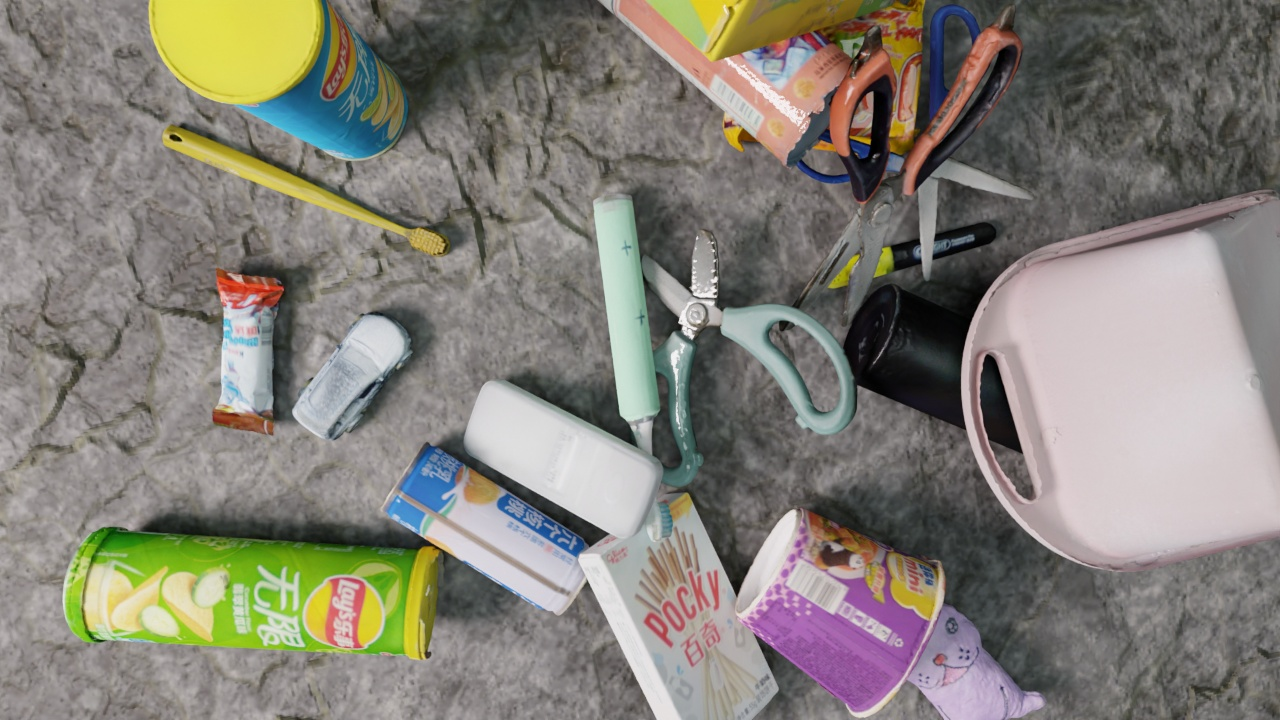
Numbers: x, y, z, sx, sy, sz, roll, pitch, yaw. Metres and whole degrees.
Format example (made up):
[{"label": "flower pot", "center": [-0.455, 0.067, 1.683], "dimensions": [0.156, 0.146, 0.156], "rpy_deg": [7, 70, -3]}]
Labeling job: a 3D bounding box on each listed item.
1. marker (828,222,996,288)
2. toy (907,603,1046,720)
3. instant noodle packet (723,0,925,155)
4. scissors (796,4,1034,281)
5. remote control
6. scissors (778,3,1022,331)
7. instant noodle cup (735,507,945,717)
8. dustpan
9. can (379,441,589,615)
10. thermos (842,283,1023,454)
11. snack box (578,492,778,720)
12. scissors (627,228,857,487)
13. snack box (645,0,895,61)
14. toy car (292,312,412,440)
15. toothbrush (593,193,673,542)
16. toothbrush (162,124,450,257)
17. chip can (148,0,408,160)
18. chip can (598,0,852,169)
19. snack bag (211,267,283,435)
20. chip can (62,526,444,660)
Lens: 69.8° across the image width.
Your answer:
[{"label": "marker", "center": [0.179, -0.071, 0.615], "dimensions": [0.124, 0.015, 0.018], "rpy_deg": [-15, 100, -3]}, {"label": "toy", "center": [0.213, 0.215, 0.632], "dimensions": [0.084, 0.039, 0.108], "rpy_deg": [-37, 98, 9]}, {"label": "instant noodle packet", "center": [0.120, -0.187, 0.587], "dimensions": [0.128, 0.044, 0.111], "rpy_deg": [3, 99, -4]}, {"label": "scissors", "center": [0.173, -0.131, 0.577], "dimensions": [0.162, 0.012, 0.173], "rpy_deg": [-6, 113, -4]}, {"label": "remote control", "center": [-0.051, 0.061, 0.584], "dimensions": [0.136, 0.020, 0.056], "rpy_deg": [25, 101, 20]}, {"label": "scissors", "center": [0.146, -0.108, 0.541], "dimensions": [0.189, 0.226, 0.015], "rpy_deg": [-35, 53, -4]}, {"label": "instant noodle cup", "center": [0.122, 0.154, 0.593], "dimensions": [0.099, 0.111, 0.111], "rpy_deg": [30, 93, 4]}, {"label": "dustpan", "center": [0.331, 0.013, 0.582], "dimensions": [0.272, 0.139, 0.222], "rpy_deg": [-4, 78, -43]}, {"label": "can", "center": [-0.097, 0.110, 0.596], "dimensions": [0.134, 0.053, 0.053], "rpy_deg": [33, 93, -6]}, {"label": "thermos", "center": [0.249, 0.037, 0.603], "dimensions": [0.242, 0.068, 0.090], "rpy_deg": [24, 115, -8]}, {"label": "snack box", "center": [0.028, 0.175, 0.602], "dimensions": [0.084, 0.027, 0.157], "rpy_deg": [-30, 99, -39]}, {"label": "scissors", "center": [0.063, 0.005, 0.580], "dimensions": [0.181, 0.019, 0.170], "rpy_deg": [9, 99, 26]}, {"label": "snack box", "center": [0.054, -0.250, 0.483], "dimensions": [0.157, 0.209, 0.070], "rpy_deg": [46, 136, 11]}, {"label": "toy car", "center": [-0.187, 0.010, 0.592], "dimensions": [0.043, 0.034, 0.090], "rpy_deg": [39, 91, -3]}, {"label": "toothbrush", "center": [-0.004, 0.003, 0.586], "dimensions": [0.027, 0.027, 0.224], "rpy_deg": [-3, 84, -44]}, {"label": "toothbrush", "center": [-0.213, -0.108, 0.587], "dimensions": [0.190, 0.016, 0.016], "rpy_deg": [22, 93, -5]}, {"label": "chip can", "center": [-0.177, -0.153, 0.488], "dimensions": [0.071, 0.210, 0.071], "rpy_deg": [0, 95, -4]}, {"label": "chip can", "center": [0.030, -0.207, 0.537], "dimensions": [0.214, 0.071, 0.071], "rpy_deg": [44, 91, 9]}, {"label": "snack bag", "center": [-0.254, -0.005, 0.590], "dimensions": [0.048, 0.026, 0.104], "rpy_deg": [8, 95, 8]}, {"label": "chip can", "center": [-0.241, 0.147, 0.582], "dimensions": [0.221, 0.072, 0.072], "rpy_deg": [5, 95, -3]}]
